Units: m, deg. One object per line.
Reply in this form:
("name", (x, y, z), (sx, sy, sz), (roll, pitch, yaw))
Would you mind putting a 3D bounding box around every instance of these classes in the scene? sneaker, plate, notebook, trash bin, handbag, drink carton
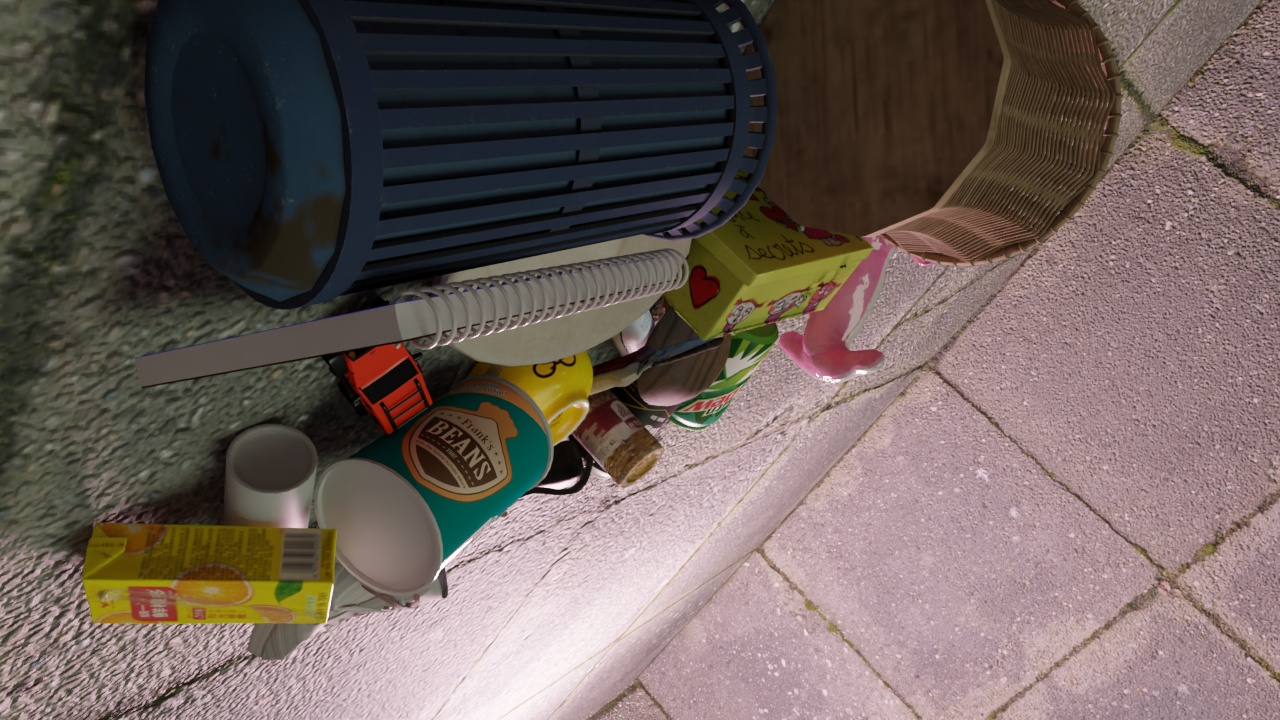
("sneaker", (-0.205, 0.175, 0.746), (0.236, 0.089, 0.099), (-43, 178, -5))
("plate", (-0.053, -0.069, 0.620), (0.188, 0.027, 0.189), (-21, 147, -14))
("notebook", (-0.097, -0.023, 0.447), (0.172, 0.022, 0.208), (-8, -174, 31))
("trash bin", (-0.066, -0.106, 0.402), (0.248, 0.139, 0.140), (-20, 149, -46))
("handbag", (-0.105, 0.106, 0.843), (0.128, 0.054, 0.079), (-10, 166, 3))
("drink carton", (-0.257, 0.131, 0.555), (0.134, 0.042, 0.059), (6, 138, -20))

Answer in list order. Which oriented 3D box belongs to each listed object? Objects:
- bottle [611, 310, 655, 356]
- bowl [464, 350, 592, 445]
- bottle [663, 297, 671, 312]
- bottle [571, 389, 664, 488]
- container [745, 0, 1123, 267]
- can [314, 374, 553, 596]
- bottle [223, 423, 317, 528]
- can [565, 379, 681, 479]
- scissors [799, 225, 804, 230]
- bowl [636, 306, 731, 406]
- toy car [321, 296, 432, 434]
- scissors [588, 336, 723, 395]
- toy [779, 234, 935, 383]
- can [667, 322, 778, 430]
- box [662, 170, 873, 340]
("bottle", (-0.008, -0.030, 0.815), (0.041, 0.041, 0.116), (-42, 161, -6))
("bowl", (-0.084, 0.030, 0.747), (0.117, 0.067, 0.117), (-38, 160, -17))
("bottle", (0.082, -0.070, 0.908), (0.143, 0.043, 0.043), (-21, 150, -48))
("bottle", (-0.032, 0.064, 0.863), (0.056, 0.105, 0.056), (-38, 160, -17))
("container", (0.203, -0.184, 0.670), (0.195, 0.227, 0.227), (-7, 140, -49))
("can", (-0.140, 0.082, 0.646), (0.099, 0.099, 0.143), (-57, 172, 32))
("bottle", (-0.254, 0.122, 0.621), (0.052, 0.052, 0.196), (-27, 154, -40))
("can", (-0.015, 0.053, 0.927), (0.129, 0.072, 0.071), (-51, 160, 19))
("scissors", (0.146, -0.159, 0.782), (0.015, 0.118, 0.139), (-23, 170, 33))
("bowl", (0.049, -0.004, 0.839), (0.119, 0.032, 0.119), (-34, 142, -33))
("toy car", (-0.162, 0.007, 0.573), (0.051, 0.049, 0.100), (-37, 159, -19))
("scissors", (-0.004, 0.002, 0.780), (0.189, 0.015, 0.139), (-30, -162, 11))
("toy", (0.190, -0.111, 0.914), (0.127, 0.187, 0.266), (7, 98, -29))
("can", (0.078, 0.001, 0.986), (0.082, 0.083, 0.144), (-21, 150, -48))
("box", (0.089, -0.094, 0.758), (0.220, 0.124, 0.080), (-12, 143, -54))
